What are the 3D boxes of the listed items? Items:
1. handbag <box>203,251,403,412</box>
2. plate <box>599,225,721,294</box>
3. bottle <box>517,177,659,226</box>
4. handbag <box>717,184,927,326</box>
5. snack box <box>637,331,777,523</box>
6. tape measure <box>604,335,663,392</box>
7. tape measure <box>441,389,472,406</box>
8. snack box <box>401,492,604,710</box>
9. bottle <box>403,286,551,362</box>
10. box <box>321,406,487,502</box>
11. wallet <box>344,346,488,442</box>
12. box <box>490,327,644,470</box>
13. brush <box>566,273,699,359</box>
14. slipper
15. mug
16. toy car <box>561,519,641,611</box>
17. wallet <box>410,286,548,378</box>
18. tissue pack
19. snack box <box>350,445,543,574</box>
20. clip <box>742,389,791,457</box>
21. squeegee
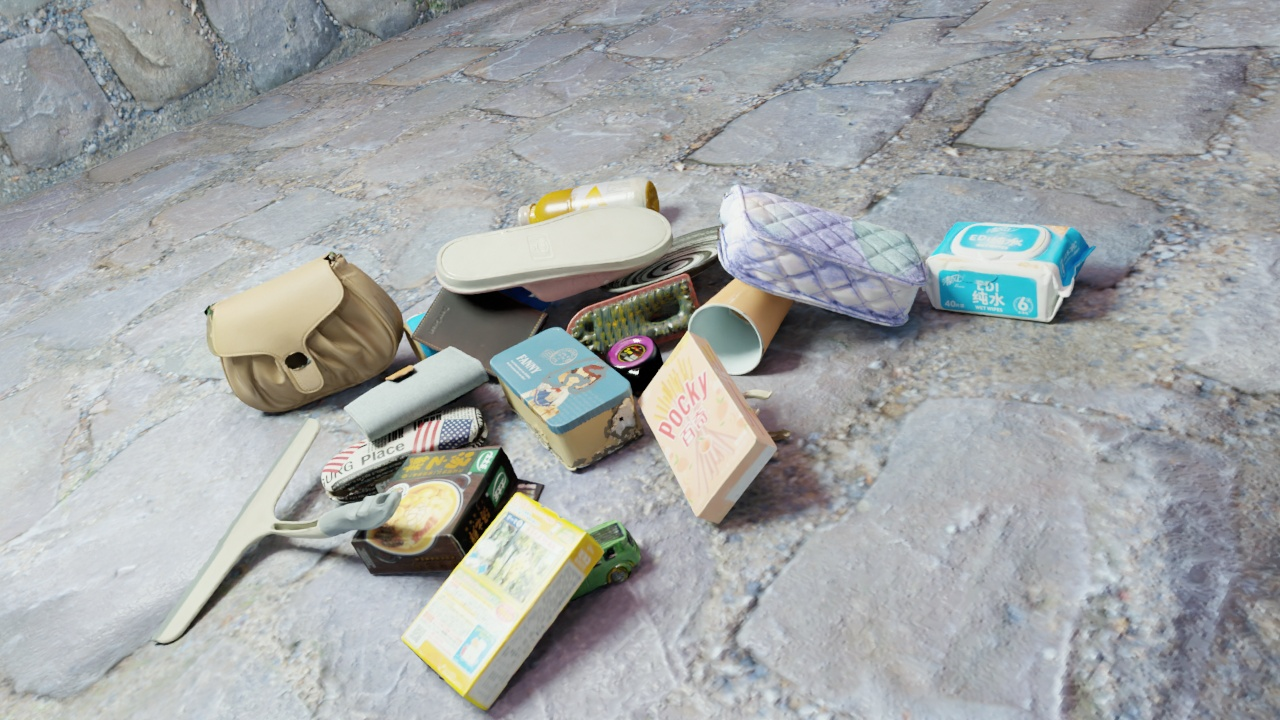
[{"bbox_3d":[-0.375,-0.025,1.022,0.205,0.148,0.099,-22,29,9],"label":"handbag"},{"bbox_3d":[0.038,-0.111,1.058,0.179,0.024,0.179,-20,18,7],"label":"plate"},{"bbox_3d":[-0.071,-0.200,1.229,0.190,0.068,0.067,-5,34,18],"label":"bottle"},{"bbox_3d":[0.171,-0.102,0.891,0.194,0.076,0.134,16,33,-8],"label":"handbag"},{"bbox_3d":[0.051,0.052,0.766,0.085,0.026,0.157,-56,35,20],"label":"snack box"},{"bbox_3d":[-0.005,0.005,0.913,0.057,0.039,0.057,8,44,33],"label":"tape measure"},{"bbox_3d":[-0.211,0.026,0.989,0.058,0.025,0.054,13,41,39],"label":"tape measure"},{"bbox_3d":[-0.101,0.172,0.674,0.087,0.034,0.140,20,66,43],"label":"snack box"},{"bbox_3d":[-0.163,-0.063,1.065,0.218,0.065,0.065,-28,34,-18],"label":"bottle"},{"bbox_3d":[-0.225,0.093,0.885,0.164,0.057,0.071,-21,47,-4],"label":"box"},{"bbox_3d":[-0.228,0.028,0.919,0.129,0.037,0.107,-30,24,-20],"label":"wallet"},{"bbox_3d":[-0.076,0.031,0.889,0.089,0.060,0.184,-29,36,-20],"label":"box"},{"bbox_3d":[-0.009,-0.041,0.972,0.146,0.063,0.069,-18,2,0],"label":"brush"},{"bbox_3d":[-0.093,-0.116,1.037,0.274,0.055,0.114,-13,48,-16],"label":"slipper"},{"bbox_3d":[0.109,-0.049,0.916,0.078,0.078,0.122,6,34,31],"label":"mug"},{"bbox_3d":[-0.045,0.157,0.706,0.091,0.036,0.043,-28,35,-10],"label":"toy car"},{"bbox_3d":[-0.175,-0.037,1.005,0.122,0.020,0.096,25,64,8],"label":"wallet"},{"bbox_3d":[0.346,-0.090,0.873,0.140,0.063,0.089,11,41,37],"label":"tissue pack"},{"bbox_3d":[-0.165,0.130,0.792,0.126,0.053,0.113,-8,33,22],"label":"snack box"},{"bbox_3d":[0.077,0.046,0.789,0.103,0.092,0.034,19,46,28],"label":"clip"},{"bbox_3d":[-0.272,0.136,0.784,0.247,0.039,0.245,-14,40,38],"label":"squeegee"}]
